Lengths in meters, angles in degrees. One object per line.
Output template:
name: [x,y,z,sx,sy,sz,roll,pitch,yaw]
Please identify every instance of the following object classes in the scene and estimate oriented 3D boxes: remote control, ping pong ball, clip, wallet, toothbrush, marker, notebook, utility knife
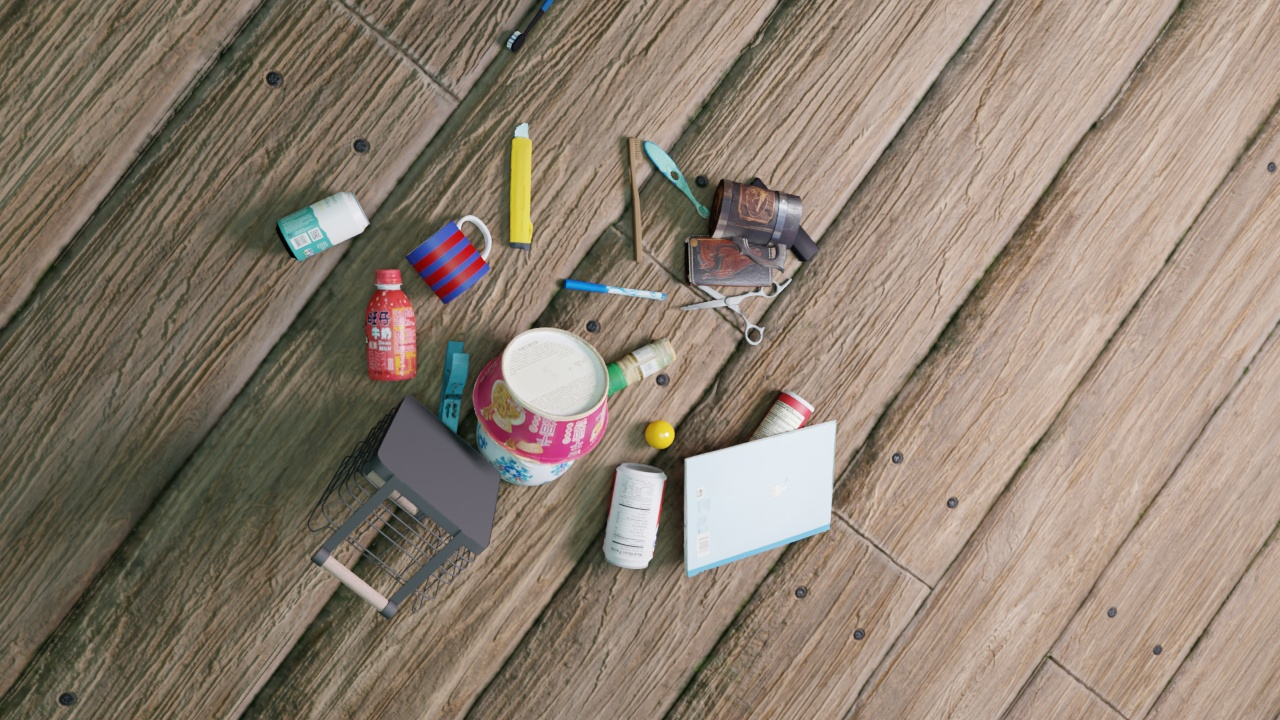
remote control: [0.199,-0.198,1.291,0.032,0.015,0.136,-45,105,-6]
ping pong ball: [0.027,0.102,1.270,0.040,0.040,0.040,-2,97,-15]
clip: [-0.236,0.037,1.164,0.031,0.121,0.130,7,83,-24]
wallet: [0.123,-0.138,1.273,0.123,0.019,0.072,-1,87,-15]
toothbrush: [-0.005,-0.215,1.235,0.016,0.016,0.167,-4,97,-14]
marker: [-0.033,-0.095,1.244,0.141,0.013,0.013,6,95,-15]
notebook: [0.170,0.191,1.287,0.253,0.009,0.181,-11,112,-26]
toothbrush: [0.051,-0.245,1.245,0.022,0.017,0.135,-44,105,-6]
toothbrush: [-0.116,-0.463,1.175,0.014,0.014,0.167,34,84,18]
utility knife: [-0.154,-0.226,1.194,0.030,0.017,0.165,0,97,-20]

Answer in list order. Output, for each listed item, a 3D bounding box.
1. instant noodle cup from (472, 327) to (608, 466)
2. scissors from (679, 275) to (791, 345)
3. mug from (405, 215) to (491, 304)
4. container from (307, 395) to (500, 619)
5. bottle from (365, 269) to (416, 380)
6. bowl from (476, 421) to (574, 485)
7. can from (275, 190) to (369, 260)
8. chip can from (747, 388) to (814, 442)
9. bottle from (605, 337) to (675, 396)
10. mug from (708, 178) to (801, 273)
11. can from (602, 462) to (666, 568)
instant noodle cup: [-0.115,0.034,1.153,0.178,0.078,0.178,12,50,-14]
scissors: [0.136,-0.091,1.289,0.161,0.014,0.141,-42,99,-12]
mug: [-0.231,-0.134,1.163,0.076,0.075,0.111,52,56,-14]
container: [-0.274,0.168,1.083,0.130,0.241,0.163,-44,106,9]
bottle: [-0.314,-0.045,1.152,0.062,0.062,0.137,-3,96,-15]
bowl: [-0.140,0.102,1.208,0.144,0.074,0.144,-2,97,-15]
can: [-0.388,-0.165,1.120,0.101,0.055,0.055,-28,103,-10]
chip can: [0.165,0.143,1.305,0.052,0.052,0.214,36,87,-16]
bottle: [-0.007,0.007,1.249,0.111,0.043,0.043,-27,103,-11]
mug: [0.152,-0.178,1.232,0.107,0.080,0.115,10,72,-6]
can: [-0.009,0.212,1.259,0.070,0.070,0.132,9,94,-16]
